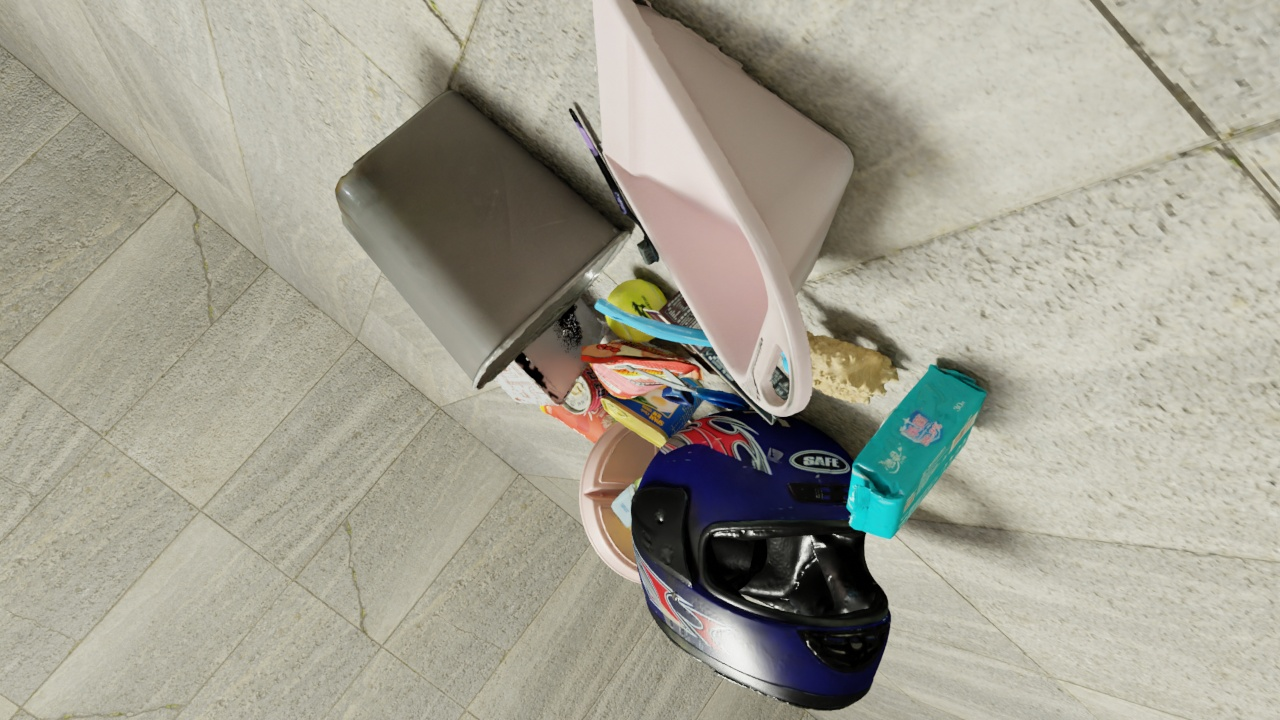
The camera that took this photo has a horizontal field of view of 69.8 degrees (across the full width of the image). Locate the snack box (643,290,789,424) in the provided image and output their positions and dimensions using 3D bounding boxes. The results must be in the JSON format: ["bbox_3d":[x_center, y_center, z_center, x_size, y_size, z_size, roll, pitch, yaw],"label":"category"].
[{"bbox_3d":[0.075,-0.010,0.854,0.113,0.053,0.125,43,-175,-33],"label":"snack box"}]

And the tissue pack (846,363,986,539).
[{"bbox_3d":[0.208,0.073,0.709,0.050,0.133,0.093,35,160,25],"label":"tissue pack"}]

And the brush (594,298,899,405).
[{"bbox_3d":[0.086,-0.011,0.746,0.254,0.046,0.083,14,174,-8],"label":"brush"}]

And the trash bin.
[{"bbox_3d":[-0.162,-0.117,0.900,0.220,0.198,0.199,45,163,-1],"label":"trash bin"}]

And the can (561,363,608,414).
[{"bbox_3d":[-0.056,0.026,1.170,0.067,0.093,0.066,16,117,35],"label":"can"}]

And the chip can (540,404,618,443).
[{"bbox_3d":[-0.056,0.101,1.446,0.217,0.073,0.073,30,162,24],"label":"chip can"}]

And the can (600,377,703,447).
[{"bbox_3d":[0.017,0.048,1.128,0.102,0.083,0.057,31,162,23],"label":"can"}]

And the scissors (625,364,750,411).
[{"bbox_3d":[0.050,0.029,0.902,0.156,0.012,0.166,12,170,-6],"label":"scissors"}]

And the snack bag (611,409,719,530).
[{"bbox_3d":[0.064,0.152,1.142,0.110,0.191,0.039,46,-174,-7],"label":"snack bag"}]

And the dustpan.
[{"bbox_3d":[0.031,-0.095,0.625,0.273,0.138,0.223,33,164,14],"label":"dustpan"}]

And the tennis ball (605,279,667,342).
[{"bbox_3d":[-0.004,-0.051,0.941,0.065,0.065,0.065,35,163,12],"label":"tennis ball"}]

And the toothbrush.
[{"bbox_3d":[-0.023,-0.147,0.808,0.014,0.016,0.189,43,171,43],"label":"toothbrush"}]

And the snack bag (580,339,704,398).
[{"bbox_3d":[-0.006,0.006,1.001,0.128,0.073,0.208,11,177,-5],"label":"snack bag"}]

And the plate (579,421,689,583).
[{"bbox_3d":[0.028,0.180,1.210,0.229,0.228,0.028,43,153,-16],"label":"plate"}]

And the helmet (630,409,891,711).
[{"bbox_3d":[0.128,0.177,0.951,0.247,0.240,0.316,4,-170,-29],"label":"helmet"}]

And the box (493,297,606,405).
[{"bbox_3d":[-0.174,-0.057,1.120,0.188,0.154,0.183,0,140,42],"label":"box"}]
